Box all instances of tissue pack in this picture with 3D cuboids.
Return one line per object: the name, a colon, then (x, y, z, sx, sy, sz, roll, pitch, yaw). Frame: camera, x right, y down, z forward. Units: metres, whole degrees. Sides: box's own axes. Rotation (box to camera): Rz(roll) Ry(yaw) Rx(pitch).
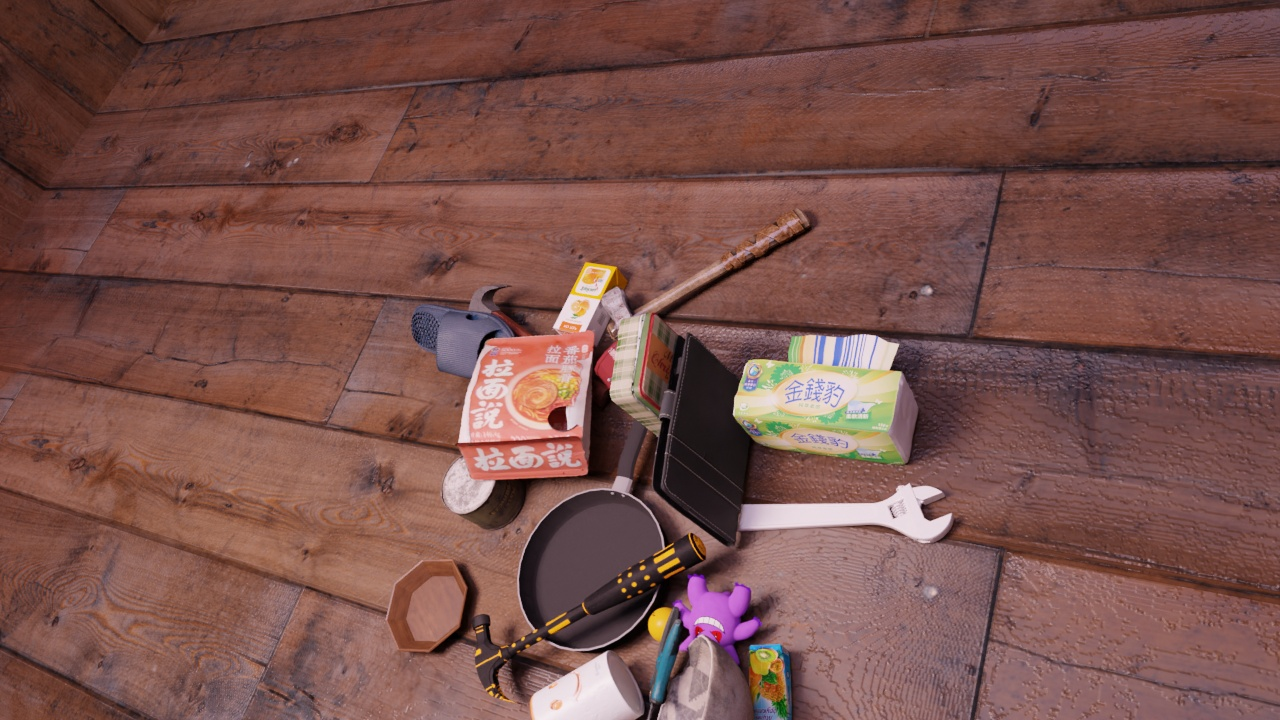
tissue pack: (0.226, 0.031, 1.088, 0.198, 0.120, 0.141, 8, 67, 25)

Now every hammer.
hammer: (-0.062, 0.295, 1.081, 0.321, 0.036, 0.123, -31, 54, 12)
hammer: (0.093, -0.118, 1.288, 0.319, 0.049, 0.121, -31, 46, 5)
hammer: (-0.152, -0.018, 1.351, 0.301, 0.028, 0.111, 34, 119, 32)

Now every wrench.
wrench: (0.219, 0.179, 1.061, 0.274, 0.018, 0.066, -7, 60, 26)

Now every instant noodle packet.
instant noodle packet: (-0.147, 0.048, 1.244, 0.164, 0.084, 0.220, -4, 47, 8)

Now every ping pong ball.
ping pong ball: (0.029, 0.309, 1.070, 0.040, 0.040, 0.040, -13, 56, 21)

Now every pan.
pan: (-0.032, 0.195, 1.168, 0.204, 0.044, 0.354, 7, 66, 31)

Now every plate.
plate: (-0.281, 0.331, 1.234, 0.131, 0.025, 0.131, -14, 56, 21)

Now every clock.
clock: (-0.007, 0.007, 1.213, 0.096, 0.137, 0.048, -40, 71, 2)

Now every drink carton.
drink carton: (-0.075, -0.081, 1.359, 0.059, 0.040, 0.122, 13, 69, 33)
drink carton: (0.137, 0.369, 0.976, 0.044, 0.038, 0.128, -10, 58, 23)

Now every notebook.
notebook: (0.077, 0.091, 1.084, 0.030, 0.169, 0.208, -17, 48, 35)

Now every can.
can: (-0.215, 0.179, 1.259, 0.090, 0.074, 0.089, -14, 57, 22)

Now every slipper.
slipper: (-0.287, -0.030, 1.395, 0.264, 0.082, 0.101, 19, 109, 39)

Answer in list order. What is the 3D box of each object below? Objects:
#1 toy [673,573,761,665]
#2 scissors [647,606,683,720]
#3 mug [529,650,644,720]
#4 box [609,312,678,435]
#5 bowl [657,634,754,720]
toy: (0.086, 0.296, 1.039, 0.106, 0.056, 0.088, 6, 69, 24)
scissors: (0.026, 0.346, 1.031, 0.019, 0.126, 0.144, 15, 53, -3)
mug: (-0.060, 0.392, 1.042, 0.105, 0.082, 0.082, -32, 52, 6)
box: (0.041, 0.037, 1.122, 0.050, 0.205, 0.117, -12, 55, 31)
bowl: (0.071, 0.383, 0.947, 0.081, 0.179, 0.178, 21, 69, -3)
